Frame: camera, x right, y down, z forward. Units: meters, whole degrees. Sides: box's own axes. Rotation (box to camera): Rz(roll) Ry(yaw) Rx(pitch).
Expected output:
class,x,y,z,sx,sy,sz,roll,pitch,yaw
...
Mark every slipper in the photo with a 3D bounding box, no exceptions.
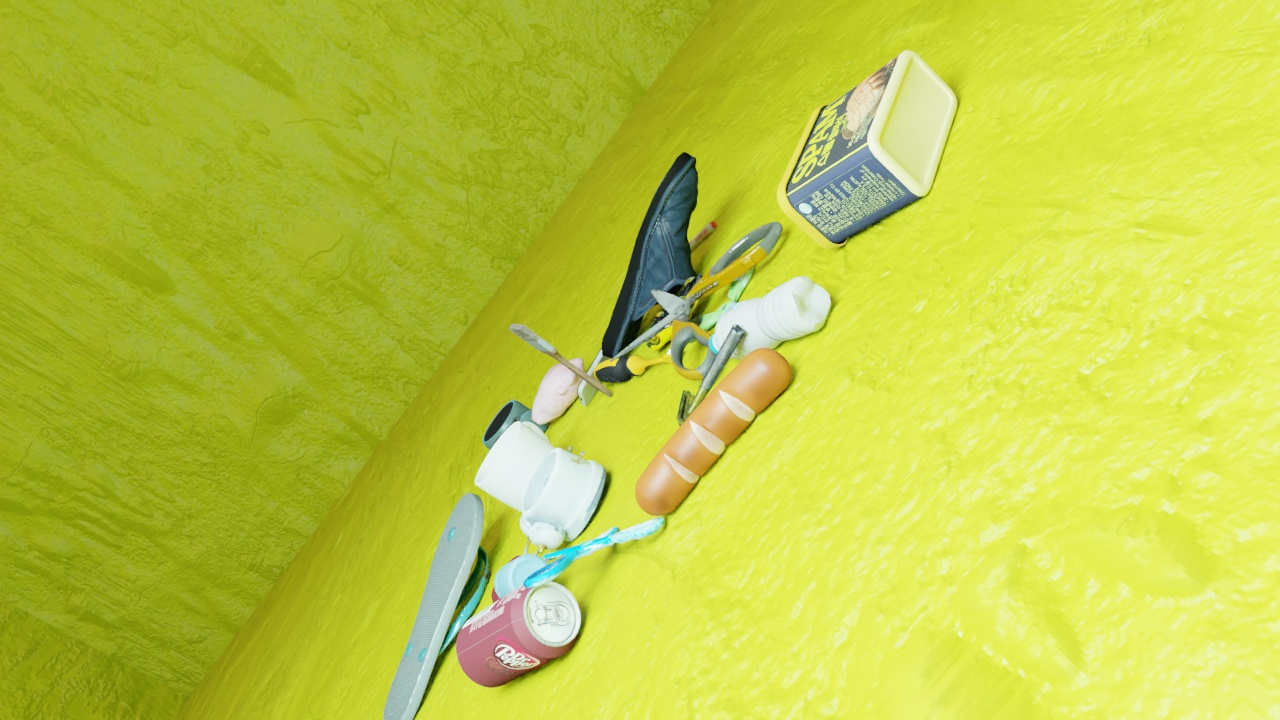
class,x,y,z,sx,sy,sz,roll,pitch,yaw
slipper,0.034,-0.106,1.060,0.108,0.083,0.266,-47,-21,-61
slipper,-0.210,0.277,1.017,0.098,0.054,0.268,-26,42,55

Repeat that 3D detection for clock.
class,x,y,z,sx,sy,sz,roll,pitch,yaw
clock,-0.172,0.101,1.261,0.090,0.053,0.124,-56,18,-8
clock,-0.081,0.142,0.895,0.117,0.057,0.083,-63,17,-7

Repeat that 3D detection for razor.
class,x,y,z,sx,sy,sz,roll,pitch,yaw
razor,0.061,0.011,0.767,0.042,0.026,0.106,-70,5,-51

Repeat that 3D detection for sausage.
class,x,y,z,sx,sy,sz,roll,pitch,yaw
sausage,0.054,0.055,0.713,0.164,0.039,0.044,-50,13,14

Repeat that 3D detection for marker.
class,x,y,z,sx,sy,sz,roll,pitch,yaw
marker,0.051,-0.136,1.192,0.143,0.013,0.012,-41,20,39

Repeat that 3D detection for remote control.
class,x,y,z,sx,sy,sz,roll,pitch,yaw
remote control,-0.039,-0.011,1.150,0.146,0.008,0.045,-60,-20,-23

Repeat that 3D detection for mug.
class,x,y,z,sx,sy,sz,roll,pitch,yaw
mug,-0.116,0.114,0.996,0.081,0.087,0.114,-45,17,29

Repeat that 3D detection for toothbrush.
class,x,y,z,sx,sy,sz,roll,pitch,yaw
toothbrush,-0.006,0.006,1.025,0.197,0.031,0.030,-12,47,62

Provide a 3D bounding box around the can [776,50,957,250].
class,x,y,z,sx,sy,sz,roll,pitch,yaw
can,0.188,-0.173,0.754,0.105,0.075,0.135,-28,29,53

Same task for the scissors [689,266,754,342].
class,x,y,z,sx,sy,sz,roll,pitch,yaw
scissors,0.087,-0.055,0.903,0.165,0.024,0.172,-53,16,-20

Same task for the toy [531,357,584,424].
class,x,y,z,sx,sy,sz,roll,pitch,yaw
toy,-0.102,0.031,1.208,0.093,0.050,0.102,-43,15,43

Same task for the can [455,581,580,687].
class,x,y,z,sx,sy,sz,roll,pitch,yaw
can,-0.101,0.225,0.756,0.114,0.063,0.063,-40,20,42

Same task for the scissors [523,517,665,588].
class,x,y,z,sx,sy,sz,roll,pitch,yaw
scissors,-0.045,0.154,0.739,0.134,0.011,0.139,-22,0,44

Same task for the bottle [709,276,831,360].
class,x,y,z,sx,sy,sz,roll,pitch,yaw
bottle,0.100,-0.030,0.754,0.136,0.044,0.044,-26,31,60

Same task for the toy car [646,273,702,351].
class,x,y,z,sx,sy,sz,roll,pitch,yaw
toy car,0.040,-0.051,1.001,0.107,0.030,0.049,-49,7,38

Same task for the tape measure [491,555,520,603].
class,x,y,z,sx,sy,sz,roll,pitch,yaw
tape measure,-0.134,0.227,0.933,0.051,0.019,0.058,-25,32,60

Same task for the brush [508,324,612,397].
class,x,y,z,sx,sy,sz,roll,pitch,yaw
brush,-0.088,0.002,1.053,0.008,0.143,0.045,-58,24,-12

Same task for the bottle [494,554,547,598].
class,x,y,z,sx,sy,sz,roll,pitch,yaw
bottle,-0.111,0.203,0.845,0.040,0.040,0.130,-60,5,-22

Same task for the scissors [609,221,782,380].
class,x,y,z,sx,sy,sz,roll,pitch,yaw
scissors,0.054,-0.048,0.898,0.226,0.016,0.229,-37,27,20
